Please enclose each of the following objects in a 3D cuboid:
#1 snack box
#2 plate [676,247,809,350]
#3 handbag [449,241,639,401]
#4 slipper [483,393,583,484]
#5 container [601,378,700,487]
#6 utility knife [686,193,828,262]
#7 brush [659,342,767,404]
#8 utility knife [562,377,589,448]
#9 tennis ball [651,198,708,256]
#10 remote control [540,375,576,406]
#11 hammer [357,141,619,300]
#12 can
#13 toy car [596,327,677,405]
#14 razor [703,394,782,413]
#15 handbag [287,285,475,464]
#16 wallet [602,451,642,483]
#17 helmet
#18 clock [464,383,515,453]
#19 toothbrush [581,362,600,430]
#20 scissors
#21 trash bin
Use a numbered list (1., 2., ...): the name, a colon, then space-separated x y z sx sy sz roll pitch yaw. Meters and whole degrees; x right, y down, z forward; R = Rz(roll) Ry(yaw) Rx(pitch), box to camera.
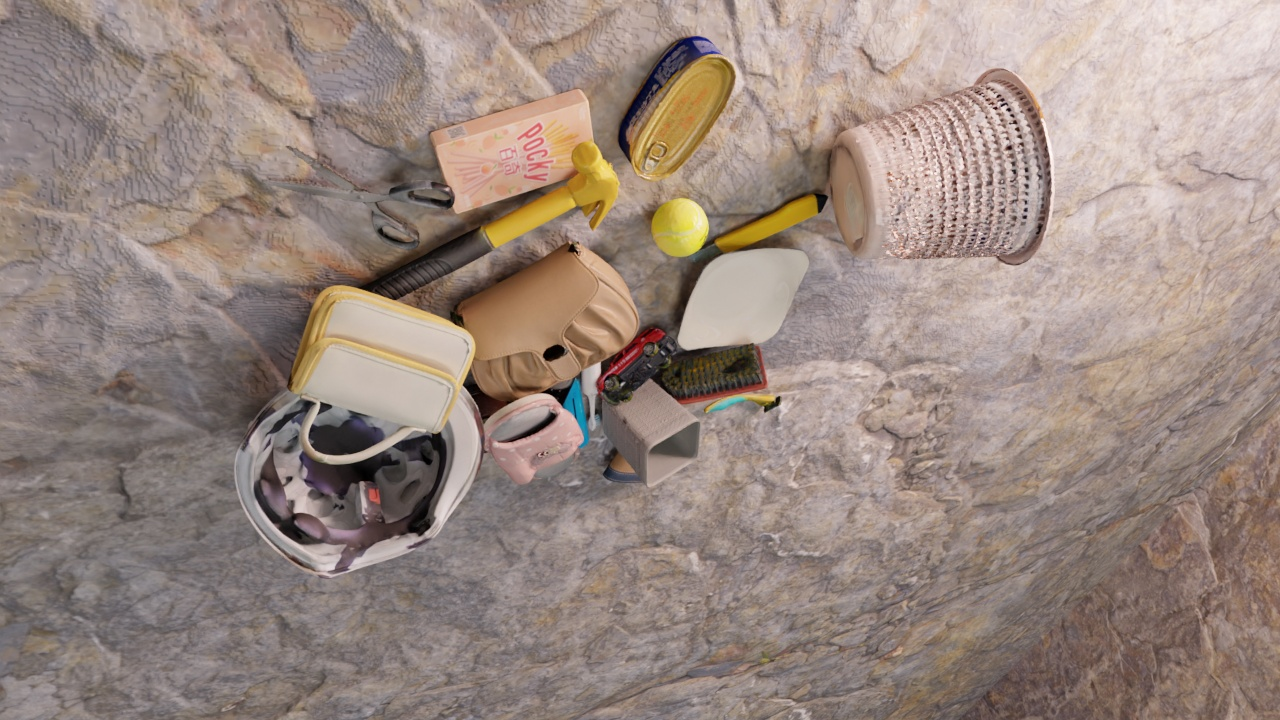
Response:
1. snack box: -0.124 -0.209 0.918 0.157 0.026 0.085 -20 140 -10
2. plate: 0.127 -0.086 1.188 0.164 0.034 0.164 -5 135 -26
3. handbag: -0.108 -0.038 1.044 0.204 0.099 0.148 -29 131 7
4. slipper: -0.127 0.111 1.154 0.114 0.054 0.275 -27 160 -5
5. container: 0.010 0.091 1.237 0.090 0.114 0.090 -28 143 -24
6. utility knife: 0.144 -0.163 1.130 0.192 0.015 0.033 -24 137 -5
7. brush: 0.098 0.026 1.254 0.146 0.063 0.069 -13 152 10
8. utility knife: -0.092 0.066 1.238 0.034 0.018 0.162 -17 138 -12
9. tennis ball: 0.045 -0.151 1.046 0.065 0.065 0.066 -16 139 -15
10. remote control: -0.114 0.027 1.171 0.053 0.024 0.137 19 126 -12
11. hammer: -0.159 -0.128 0.959 0.301 0.033 0.129 -26 162 5
12. can: 0.035 -0.257 0.940 0.074 0.049 0.148 12 126 -38
13. toy car: -0.007 0.007 1.195 0.120 0.045 0.053 -43 143 2
14. razor: 0.148 0.065 1.366 0.132 0.028 0.043 -4 166 -30
15. handbag: -0.269 0.028 0.934 0.163 0.063 0.178 19 91 -26
16. wallet: 0.004 0.132 1.354 0.090 0.033 0.115 6 129 -38
17. helmet: -0.316 0.105 1.029 0.258 0.146 0.229 -34 108 -20
18. clock: -0.191 0.076 1.160 0.121 0.055 0.082 14 124 -42
19. toothbrush: -0.064 0.018 1.194 0.026 0.027 0.221 -36 147 -30
20. scissors: -0.265 -0.157 0.887 0.178 0.014 0.160 -6 148 -2
21. trash bin: 0.332 -0.205 1.061 0.192 0.227 0.228 -11 139 -2
